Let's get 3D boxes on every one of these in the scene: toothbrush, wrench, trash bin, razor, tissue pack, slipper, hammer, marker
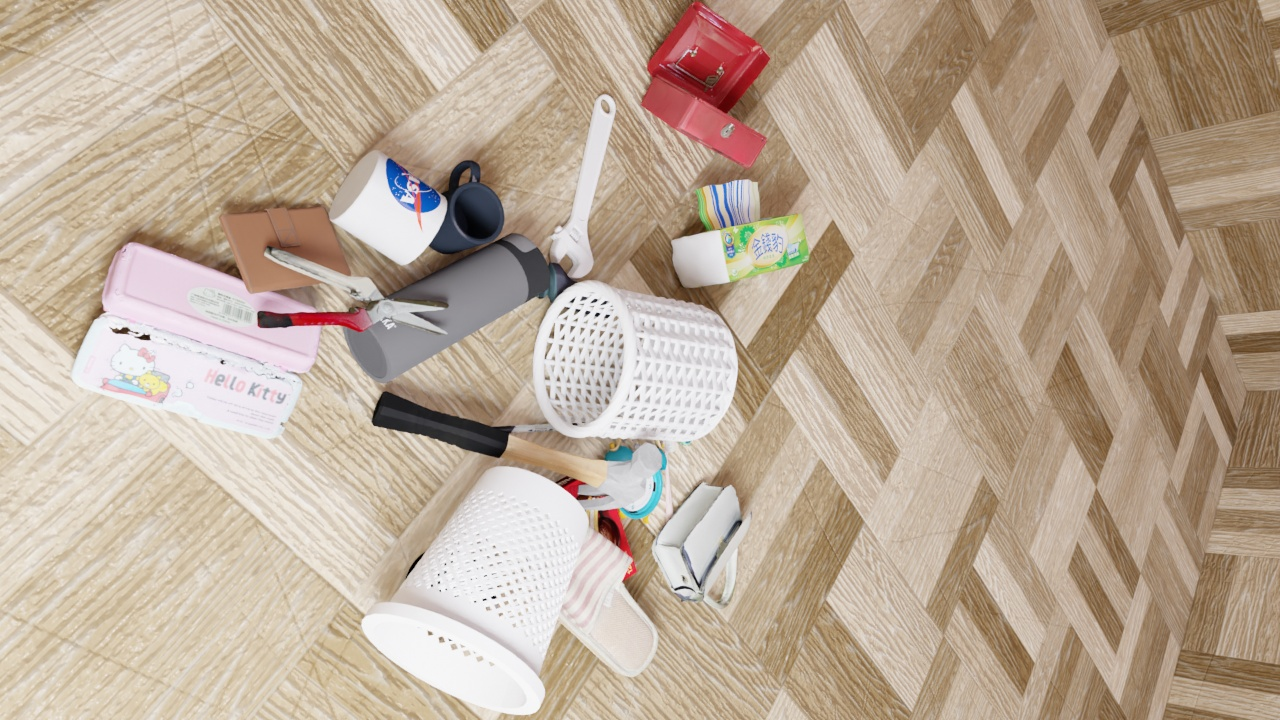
[{"bbox_3d":[0.043,0.197,1.299,0.015,0.018,0.181,-1,88,-46],"label":"toothbrush"},{"bbox_3d":[-0.071,-0.238,1.237,0.066,0.018,0.273,24,70,-38],"label":"wrench"},{"bbox_3d":[-0.154,0.232,0.969,0.195,0.196,0.199,48,48,-27],"label":"trash bin"},{"bbox_3d":[-0.084,-0.087,1.194,0.142,0.052,0.047,20,33,-40],"label":"razor"},{"bbox_3d":[0.143,-0.195,1.361,0.197,0.120,0.141,-19,100,-46],"label":"tissue pack"},{"bbox_3d":[-0.051,0.290,1.137,0.114,0.052,0.263,-48,117,-31],"label":"slipper"},{"bbox_3d":[-0.144,0.103,1.063,0.328,0.131,0.039,19,49,-20],"label":"hammer"},{"bbox_3d":[-0.125,0.086,1.166,0.151,0.011,0.011,0,86,-41],"label":"marker"}]

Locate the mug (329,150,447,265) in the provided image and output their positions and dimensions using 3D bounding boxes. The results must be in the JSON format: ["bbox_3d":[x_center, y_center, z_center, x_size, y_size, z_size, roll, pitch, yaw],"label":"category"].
[{"bbox_3d":[-0.277,-0.177,1.015,0.090,0.091,0.121,34,30,-34],"label":"mug"}]

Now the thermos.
[{"bbox_3d":[-0.215,-0.066,1.054,0.239,0.082,0.082,-35,109,-37],"label":"thermos"}]

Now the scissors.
[{"bbox_3d":[-0.301,-0.060,0.939,0.179,0.015,0.184,48,53,-3],"label":"scissors"}]

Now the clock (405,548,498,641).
[{"bbox_3d":[-0.212,0.268,1.054,0.121,0.043,0.091,51,57,-26],"label":"clock"}]

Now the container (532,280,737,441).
[{"bbox_3d":[-0.007,0.007,1.158,0.186,0.190,0.189,8,81,-42],"label":"container"}]

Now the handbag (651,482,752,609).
[{"bbox_3d":[0.106,0.282,1.306,0.150,0.074,0.176,-44,123,-40],"label":"handbag"}]

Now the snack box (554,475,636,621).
[{"bbox_3d":[-0.084,0.231,1.173,0.132,0.036,0.152,-25,103,-39],"label":"snack box"}]

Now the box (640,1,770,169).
[{"bbox_3d":[0.107,-0.376,1.310,0.156,0.157,0.170,15,41,-39],"label":"box"}]

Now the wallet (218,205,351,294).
[{"bbox_3d":[-0.366,-0.116,0.951,0.120,0.013,0.087,-19,85,-51],"label":"wallet"}]

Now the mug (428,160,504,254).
[{"bbox_3d":[-0.208,-0.182,1.072,0.071,0.078,0.105,10,80,-40],"label":"mug"}]

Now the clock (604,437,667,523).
[{"bbox_3d":[-0.008,0.157,1.244,0.099,0.044,0.129,6,90,-41],"label":"clock"}]

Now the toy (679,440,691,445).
[{"bbox_3d":[0.075,0.022,1.313,0.130,0.072,0.193,-27,113,-37],"label":"toy"}]

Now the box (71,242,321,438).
[{"bbox_3d":[-0.417,-0.016,0.888,0.201,0.067,0.153,23,72,-37],"label":"box"}]
